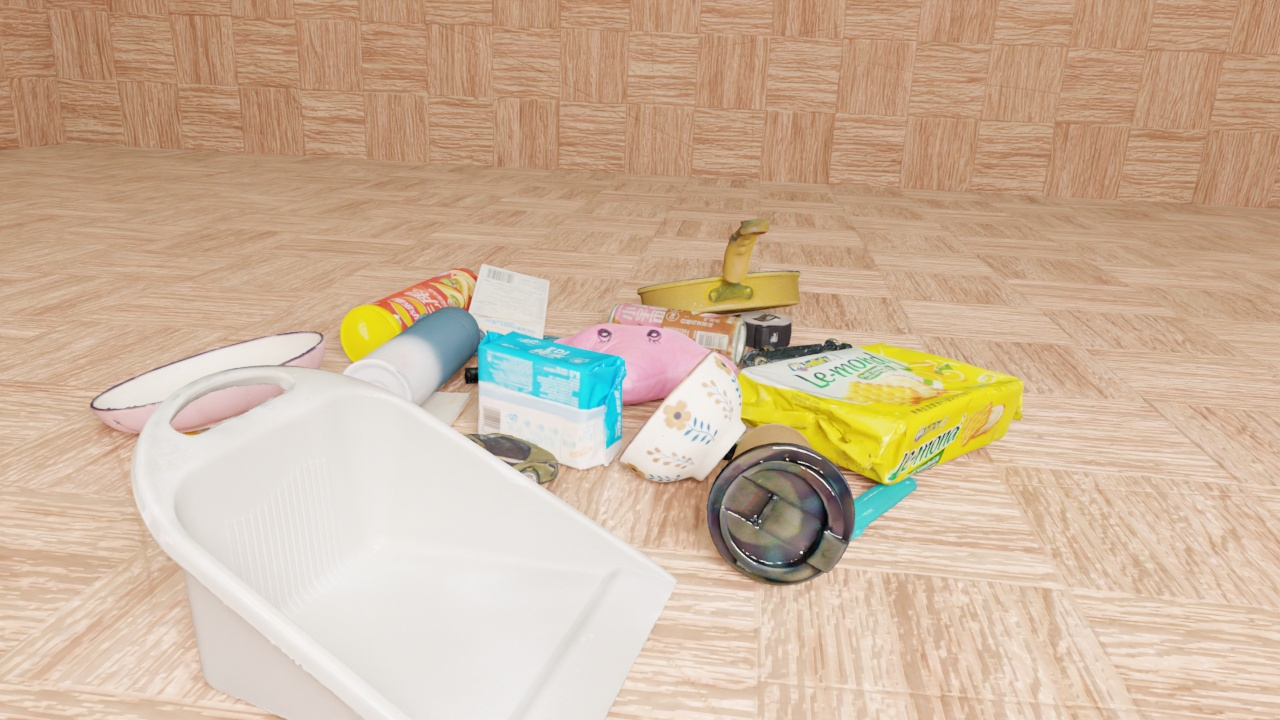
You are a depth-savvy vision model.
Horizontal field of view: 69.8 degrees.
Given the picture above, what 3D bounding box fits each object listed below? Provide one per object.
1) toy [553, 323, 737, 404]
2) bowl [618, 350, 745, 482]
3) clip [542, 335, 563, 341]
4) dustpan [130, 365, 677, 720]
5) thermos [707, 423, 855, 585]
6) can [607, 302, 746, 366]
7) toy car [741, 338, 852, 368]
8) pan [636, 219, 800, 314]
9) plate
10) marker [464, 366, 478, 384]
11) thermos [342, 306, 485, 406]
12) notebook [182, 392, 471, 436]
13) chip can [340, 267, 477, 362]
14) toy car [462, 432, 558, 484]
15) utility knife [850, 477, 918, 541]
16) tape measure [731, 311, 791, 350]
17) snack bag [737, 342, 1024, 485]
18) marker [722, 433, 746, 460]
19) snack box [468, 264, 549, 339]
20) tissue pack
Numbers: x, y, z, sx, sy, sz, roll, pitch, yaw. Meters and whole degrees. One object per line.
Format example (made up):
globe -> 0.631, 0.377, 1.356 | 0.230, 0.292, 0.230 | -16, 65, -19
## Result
toy -> -0.005, 0.005, 0.875 | 0.194, 0.075, 0.178 | 1, 14, 2
bowl -> 0.041, 0.054, 0.715 | 0.062, 0.114, 0.113 | 41, 26, 5
clip -> -0.111, -0.021, 1.046 | 0.057, 0.014, 0.046 | 6, 19, 5
dustpan -> -0.130, 0.090, 0.498 | 0.258, 0.143, 0.222 | 6, 19, 16
thermos -> 0.094, 0.089, 0.624 | 0.093, 0.093, 0.143 | 4, 10, 6
can -> 0.040, -0.028, 1.013 | 0.147, 0.058, 0.057 | 9, 19, 18
toy car -> 0.169, 0.002, 0.977 | 0.121, 0.037, 0.054 | -3, 17, 18
pan -> 0.099, -0.095, 1.030 | 0.197, 0.078, 0.357 | -7, 1, -4
plate -> -0.365, 0.023, 0.793 | 0.192, 0.039, 0.192 | -12, 16, 3
marker -> -0.118, 0.008, 0.948 | 0.130, 0.018, 0.022 | -7, 34, -26
thermos -> -0.207, -0.001, 0.856 | 0.070, 0.070, 0.220 | 4, 17, 6
notebook -> -0.269, 0.050, 0.812 | 0.206, 0.010, 0.145 | 3, 17, 3
chip can -> -0.247, -0.051, 1.028 | 0.073, 0.073, 0.216 | 7, 18, 13
toy car -> -0.135, 0.081, 0.688 | 0.157, 0.042, 0.070 | -8, 21, -36
utility knife -> 0.173, 0.109, 0.683 | 0.029, 0.013, 0.159 | 18, 21, 34
tape measure -> 0.147, -0.037, 1.095 | 0.065, 0.034, 0.066 | -14, 25, -39
snack bag -> 0.206, 0.042, 0.786 | 0.245, 0.068, 0.158 | -9, 20, -42
marker -> 0.110, 0.065, 0.810 | 0.018, 0.015, 0.123 | 16, 25, 37
snack box -> -0.150, -0.055, 1.037 | 0.084, 0.027, 0.156 | 14, 31, -10
tissue pack -> -0.077, 0.030, 0.768 | 0.140, 0.090, 0.063 | 13, 19, 28
